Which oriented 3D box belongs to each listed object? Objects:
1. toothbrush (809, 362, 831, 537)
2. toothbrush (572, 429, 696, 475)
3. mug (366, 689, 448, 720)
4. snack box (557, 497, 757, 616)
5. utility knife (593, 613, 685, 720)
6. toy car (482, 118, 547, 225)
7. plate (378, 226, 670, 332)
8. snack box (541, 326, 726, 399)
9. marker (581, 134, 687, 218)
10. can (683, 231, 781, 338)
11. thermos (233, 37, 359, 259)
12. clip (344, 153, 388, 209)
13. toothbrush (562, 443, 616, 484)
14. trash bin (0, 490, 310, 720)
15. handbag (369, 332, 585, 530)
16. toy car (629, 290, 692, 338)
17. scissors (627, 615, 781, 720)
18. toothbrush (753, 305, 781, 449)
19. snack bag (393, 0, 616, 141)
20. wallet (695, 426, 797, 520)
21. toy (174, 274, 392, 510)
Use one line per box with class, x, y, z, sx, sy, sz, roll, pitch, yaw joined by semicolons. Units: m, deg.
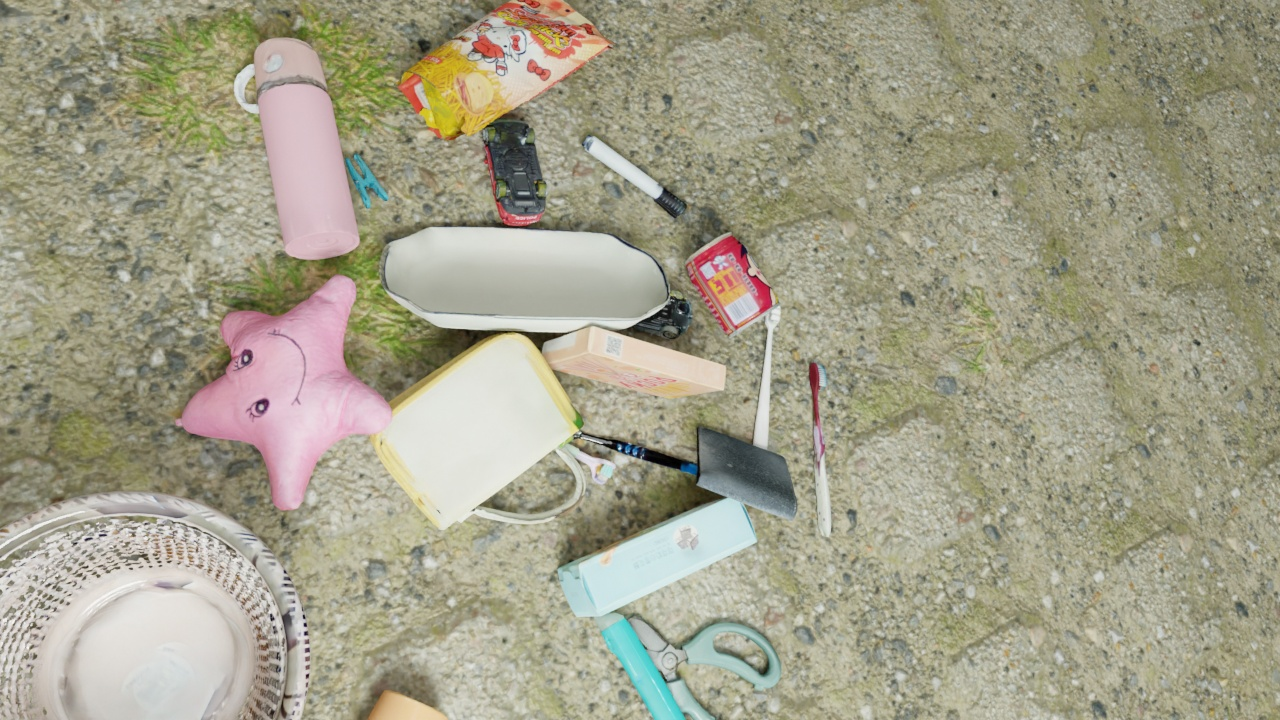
toothbrush;0.193;0.093;0.973;0.017;0.016;0.187;8;71;-28
toothbrush;0.000;0.091;0.901;0.189;0.016;0.014;19;74;-16
mug;-0.204;0.331;0.726;0.078;0.078;0.122;30;62;-10
snack box;0.015;0.180;0.848;0.174;0.074;0.051;-20;82;-24
utility knife;0.021;0.317;0.827;0.029;0.013;0.209;-30;81;-15
toy car;-0.127;-0.188;0.917;0.052;0.045;0.120;-2;64;-22
plate;-0.106;-0.071;0.856;0.265;0.034;0.161;0;36;-14
snack box;-0.005;0.005;0.862;0.157;0.085;0.026;16;72;-33
marker;-0.007;-0.196;0.980;0.130;0.018;0.022;34;75;-9
can;0.095;-0.079;0.956;0.066;0.067;0.094;-32;87;-25
thermos;-0.318;-0.193;0.842;0.087;0.067;0.198;-17;80;6
clip;-0.265;-0.172;0.879;0.048;0.015;0.057;-28;85;-23
toothbrush;-0.111;0.065;0.866;0.189;0.029;0.021;29;26;-9
trash bin;-0.350;0.216;0.635;0.227;0.193;0.227;6;72;-19
handbag;-0.133;0.081;0.826;0.163;0.063;0.179;-37;107;-13
toy car;0.001;-0.052;0.932;0.105;0.031;0.048;13;70;-8
scissors;0.061;0.287;0.866;0.169;0.019;0.177;-39;88;-24
toothbrush;0.134;0.024;0.968;0.016;0.016;0.180;12;72;-13
snack bag;-0.138;-0.306;0.933;0.128;0.073;0.207;37;63;20
wallet;0.099;0.105;0.883;0.097;0.120;0.019;22;109;-5
toy;-0.301;0.032;0.766;0.178;0.075;0.194;-21;68;1
